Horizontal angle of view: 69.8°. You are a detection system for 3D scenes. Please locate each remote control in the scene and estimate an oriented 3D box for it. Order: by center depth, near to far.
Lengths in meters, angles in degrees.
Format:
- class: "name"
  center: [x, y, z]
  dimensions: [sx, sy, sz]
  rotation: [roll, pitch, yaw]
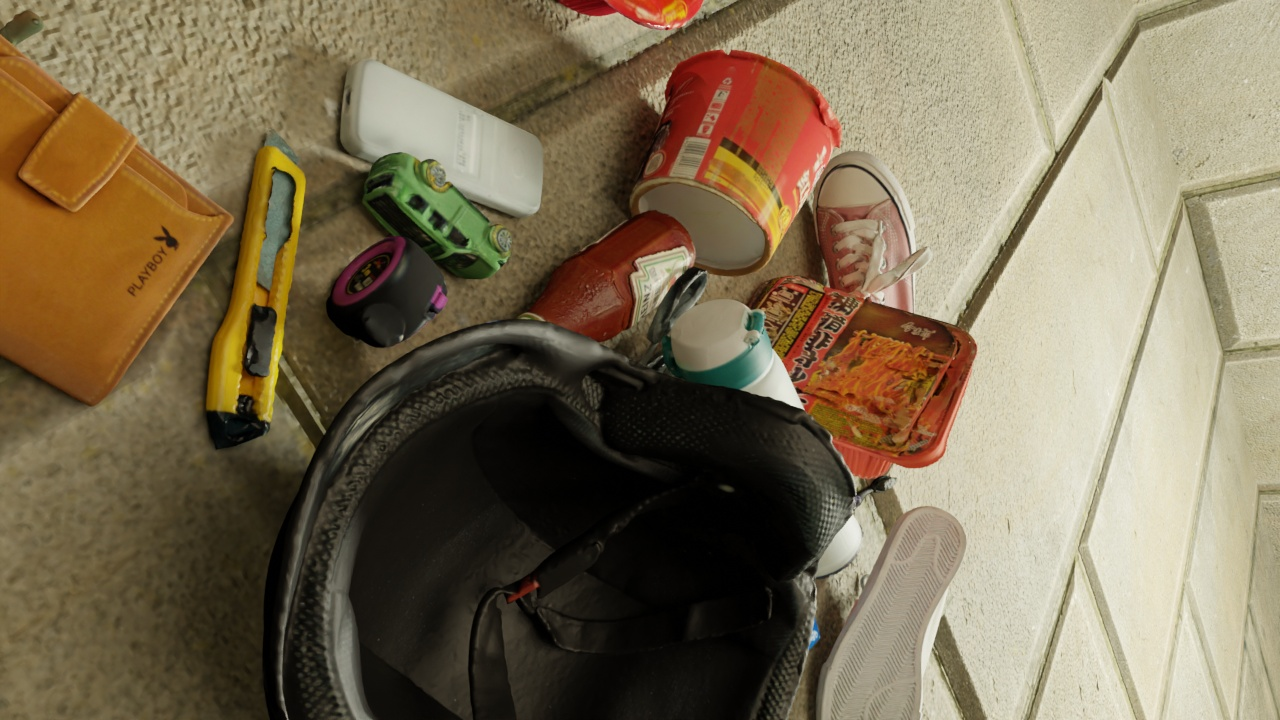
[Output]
- class: "remote control"
  center: [-0.113, -0.127, 0.542]
  dimensions: [0.135, 0.020, 0.055]
  rotation: [14, 71, -46]

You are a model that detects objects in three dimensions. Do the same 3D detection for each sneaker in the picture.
- class: "sneaker"
  center: [0.212, 0.244, 0.803]
  dimensions: [0.091, 0.089, 0.242]
  rotation: [81, 32, -74]
- class: "sneaker"
  center: [0.206, -0.070, 0.834]
  dimensions: [0.087, 0.118, 0.241]
  rotation: [-30, 111, -68]

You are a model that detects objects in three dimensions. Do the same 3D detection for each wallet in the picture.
- class: "wallet"
  center: [-0.247, -0.065, 0.373]
  dimensions: [0.130, 0.035, 0.118]
  rotation: [44, 59, -35]

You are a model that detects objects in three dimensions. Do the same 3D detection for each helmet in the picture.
- class: "helmet"
  center: [-0.048, 0.113, 0.414]
  dimensions: [0.274, 0.231, 0.232]
  rotation: [47, 57, -22]

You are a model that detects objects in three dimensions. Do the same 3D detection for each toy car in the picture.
- class: "toy car"
  center: [-0.114, -0.077, 0.514]
  dimensions: [0.091, 0.043, 0.036]
  rotation: [40, 52, -35]

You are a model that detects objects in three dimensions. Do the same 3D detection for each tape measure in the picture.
- class: "tape measure"
  center: [-0.130, -0.034, 0.477]
  dimensions: [0.057, 0.057, 0.039]
  rotation: [-55, 129, -21]

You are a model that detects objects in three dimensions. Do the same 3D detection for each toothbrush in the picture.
- class: "toothbrush"
  center: [0.189, 0.134, 0.838]
  dimensions: [0.188, 0.017, 0.014]
  rotation: [-16, 95, -47]

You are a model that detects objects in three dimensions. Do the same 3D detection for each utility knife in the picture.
- class: "utility knife"
  center: [-0.185, -0.037, 0.446]
  dimensions: [0.033, 0.015, 0.164]
  rotation: [19, 69, -48]

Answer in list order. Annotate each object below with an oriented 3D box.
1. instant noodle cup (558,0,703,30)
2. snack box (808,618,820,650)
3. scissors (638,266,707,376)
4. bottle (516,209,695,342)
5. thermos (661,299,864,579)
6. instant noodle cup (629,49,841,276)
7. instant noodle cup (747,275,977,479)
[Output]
- class: "instant noodle cup"
  center: [-0.031, -0.317, 0.637]
  dimensions: [0.193, 0.066, 0.193]
  rotation: [10, 76, -47]
- class: "snack box"
  center: [0.092, 0.166, 0.712]
  dimensions: [0.084, 0.026, 0.157]
  rotation: [-26, 102, -48]
- class: "scissors"
  center: [-0.002, 0.007, 0.614]
  dimensions: [0.159, 0.014, 0.175]
  rotation: [-64, 161, 9]
- class: "bottle"
  center: [-0.037, -0.034, 0.579]
  dimensions: [0.205, 0.060, 0.060]
  rotation: [-41, 113, -45]
- class: "thermos"
  center: [0.086, 0.057, 0.640]
  dimensions: [0.224, 0.073, 0.073]
  rotation: [60, 45, -31]
- class: "instant noodle cup"
  center: [0.060, -0.135, 0.664]
  dimensions: [0.138, 0.138, 0.108]
  rotation: [43, 62, -35]
- class: "instant noodle cup"
  center: [0.160, 0.018, 0.733]
  dimensions: [0.164, 0.189, 0.079]
  rotation: [-52, 151, -39]
